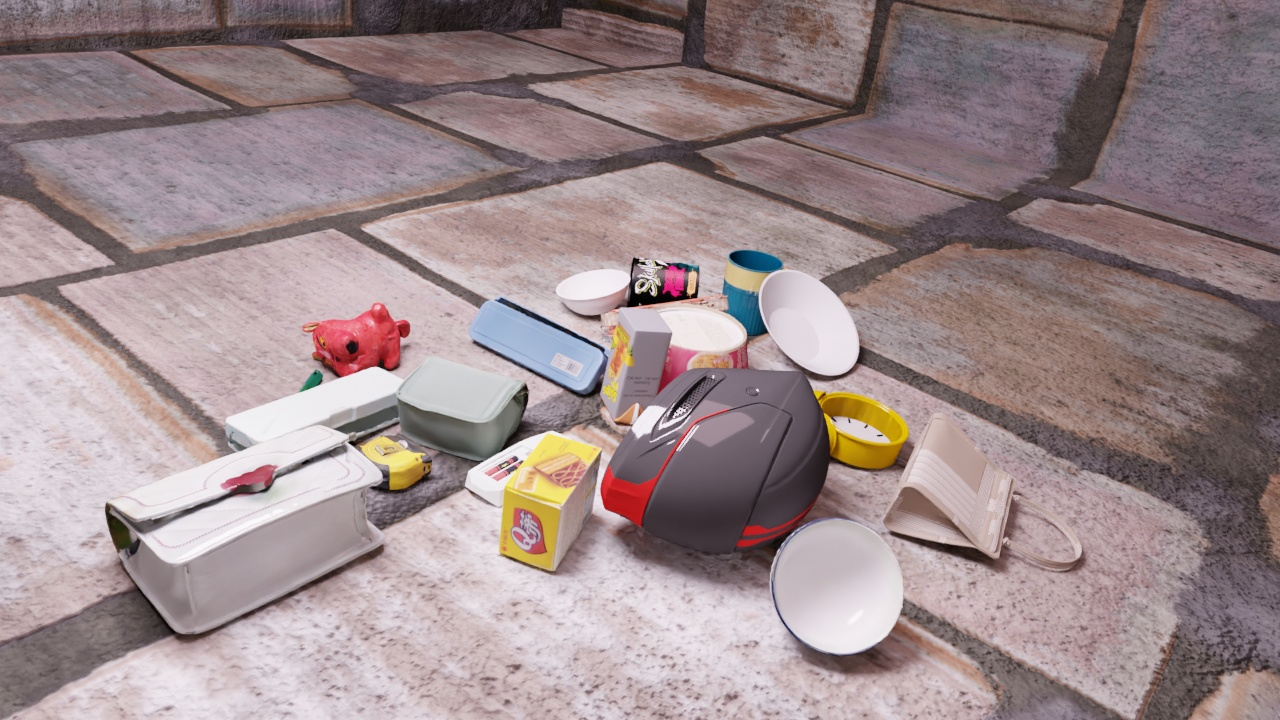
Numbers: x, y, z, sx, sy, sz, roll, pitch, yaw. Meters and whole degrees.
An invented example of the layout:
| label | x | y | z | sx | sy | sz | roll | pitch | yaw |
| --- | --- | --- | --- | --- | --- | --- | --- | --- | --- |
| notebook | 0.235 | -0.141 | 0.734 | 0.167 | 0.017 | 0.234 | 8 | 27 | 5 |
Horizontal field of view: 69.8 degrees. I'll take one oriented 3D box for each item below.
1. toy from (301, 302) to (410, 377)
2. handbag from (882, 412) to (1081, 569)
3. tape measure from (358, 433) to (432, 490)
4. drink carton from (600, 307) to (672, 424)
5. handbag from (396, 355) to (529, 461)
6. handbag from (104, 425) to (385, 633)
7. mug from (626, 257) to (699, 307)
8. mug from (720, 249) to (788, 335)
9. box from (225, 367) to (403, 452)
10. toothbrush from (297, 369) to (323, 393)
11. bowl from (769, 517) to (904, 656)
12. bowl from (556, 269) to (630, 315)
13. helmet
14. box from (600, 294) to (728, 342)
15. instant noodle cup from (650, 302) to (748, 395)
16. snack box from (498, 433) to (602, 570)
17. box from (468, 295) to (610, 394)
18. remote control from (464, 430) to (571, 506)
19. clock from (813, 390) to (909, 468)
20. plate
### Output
| label | x | y | z | sx | sy | sz | roll | pitch | yaw |
| --- | --- | --- | --- | --- | --- | --- | --- | --- | --- |
| toy | -0.347 | -0.034 | 1.140 | 0.094 | 0.088 | 0.132 | 12 | 25 | 30 |
| handbag | 0.385 | 0.160 | 1.003 | 0.198 | 0.062 | 0.175 | 28 | 33 | 15 |
| tape measure | -0.257 | 0.103 | 0.948 | 0.064 | 0.037 | 0.065 | -19 | 39 | -42 |
| drink carton | -0.007 | 0.006 | 1.102 | 0.048 | 0.125 | 0.076 | 2 | 28 | -22 |
| handbag | -0.199 | 0.052 | 1.027 | 0.122 | 0.067 | 0.105 | 14 | 37 | 11 |
| handbag | -0.343 | 0.133 | 0.811 | 0.142 | 0.096 | 0.198 | 28 | 36 | 34 |
| mug | 0.032 | -0.093 | 1.360 | 0.098 | 0.082 | 0.117 | 6 | 56 | -4 |
| mug | 0.177 | -0.102 | 1.373 | 0.113 | 0.107 | 0.083 | -6 | 29 | -24 |
| box | -0.341 | 0.057 | 0.985 | 0.083 | 0.066 | 0.198 | 43 | 36 | 15 |
| toothbrush | -0.391 | 0.059 | 1.017 | 0.016 | 0.017 | 0.189 | 9 | 28 | -2 |
| bowl | 0.170 | 0.204 | 0.828 | 0.118 | 0.118 | 0.062 | 7 | -14 | -1 |
| bowl | -0.067 | -0.094 | 1.353 | 0.110 | 0.041 | 0.109 | -8 | 27 | 4 |
| helmet | 0.097 | 0.100 | 0.915 | 0.170 | 0.165 | 0.263 | 32 | 44 | 18 |
| box | 0.034 | -0.055 | 1.303 | 0.188 | 0.062 | 0.058 | -7 | 14 | -5 |
| instant noodle cup | 0.066 | -0.013 | 1.209 | 0.178 | 0.078 | 0.178 | 6 | 28 | -3 |
| snack box | -0.087 | 0.135 | 0.886 | 0.061 | 0.084 | 0.105 | 16 | 28 | 12 |
| box | -0.128 | -0.013 | 1.209 | 0.209 | 0.078 | 0.074 | 26 | 77 | 28 |
| remote control | -0.123 | 0.109 | 0.986 | 0.049 | 0.024 | 0.143 | 25 | 32 | 29 |
| clock | 0.250 | 0.082 | 1.113 | 0.152 | 0.052 | 0.113 | 12 | 28 | -3 |
| plate | 0.231 | -0.047 | 1.309 | 0.173 | 0.036 | 0.173 | 17 | 53 | -24 |
